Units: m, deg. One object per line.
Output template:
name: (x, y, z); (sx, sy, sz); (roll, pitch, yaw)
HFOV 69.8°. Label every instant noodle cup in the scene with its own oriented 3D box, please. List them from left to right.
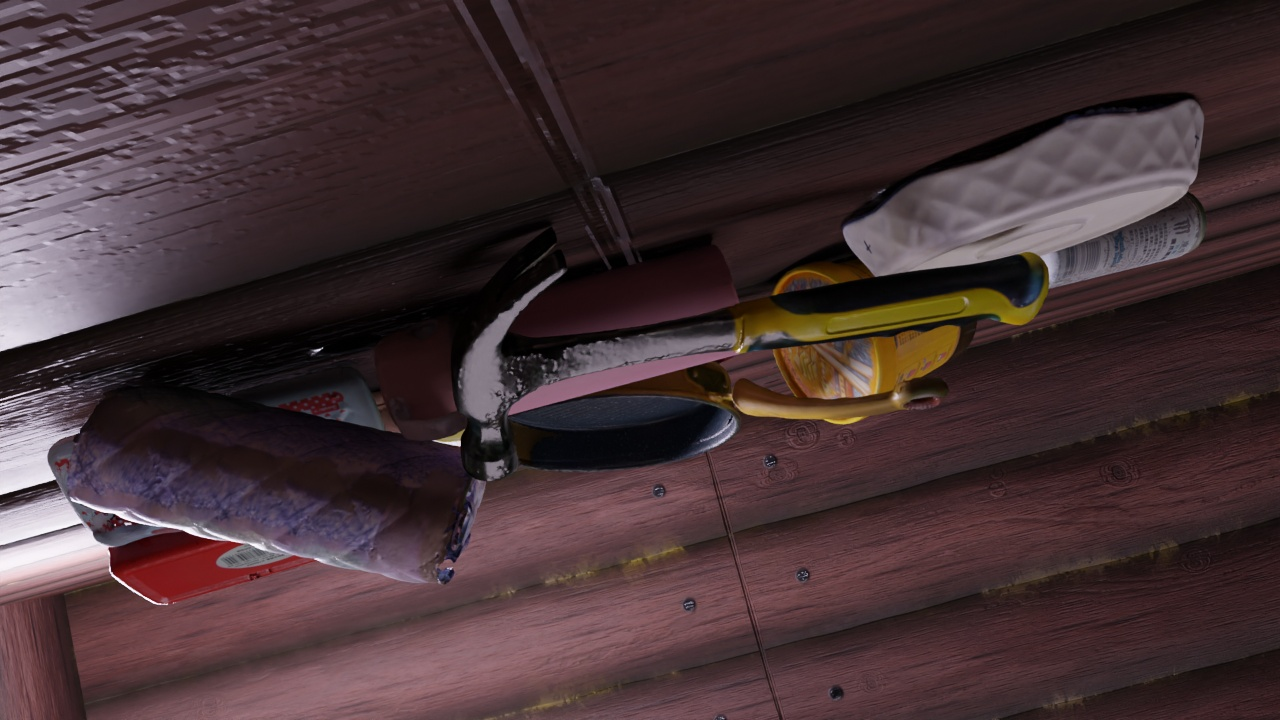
instant noodle cup: (0.175, -0.027, 0.680); (0.114, 0.118, 0.119); (-21, 176, -26)

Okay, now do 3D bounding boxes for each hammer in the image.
hammer: (0.066, -0.020, 0.466); (0.323, 0.032, 0.126); (-9, 132, -15)

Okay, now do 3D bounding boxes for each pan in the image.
pan: (0.037, 0.036, 0.642); (0.358, 0.078, 0.197); (-21, 155, 36)

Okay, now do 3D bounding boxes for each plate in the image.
plate: (0.228, -0.091, 0.552); (0.205, 0.045, 0.205); (-15, 174, -2)

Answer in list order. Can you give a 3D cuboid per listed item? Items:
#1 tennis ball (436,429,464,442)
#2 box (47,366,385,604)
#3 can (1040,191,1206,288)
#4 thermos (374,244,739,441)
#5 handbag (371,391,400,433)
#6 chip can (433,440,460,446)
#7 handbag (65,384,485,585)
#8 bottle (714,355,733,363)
tennis ball: (-0.122, 0.020, 0.594); (0.065, 0.065, 0.065); (-15, 173, -2)
box: (-0.259, 0.090, 0.610); (0.201, 0.058, 0.161); (-15, 132, -5)
can: (0.374, -0.098, 0.738); (0.146, 0.058, 0.058); (-13, 173, -14)
thermos: (-0.043, -0.006, 0.507); (0.198, 0.067, 0.087); (-15, -148, -6)
handbag: (-0.310, 0.087, 0.729); (0.233, 0.093, 0.194); (-2, 168, -29)
chip can: (-0.189, 0.086, 0.944); (0.071, 0.071, 0.215); (-11, 171, -32)
handbag: (-0.183, 0.068, 0.503); (0.194, 0.075, 0.134); (12, 176, -2)
bottle: (-0.004, 0.004, 0.744); (0.175, 0.057, 0.057); (-19, 172, 34)
